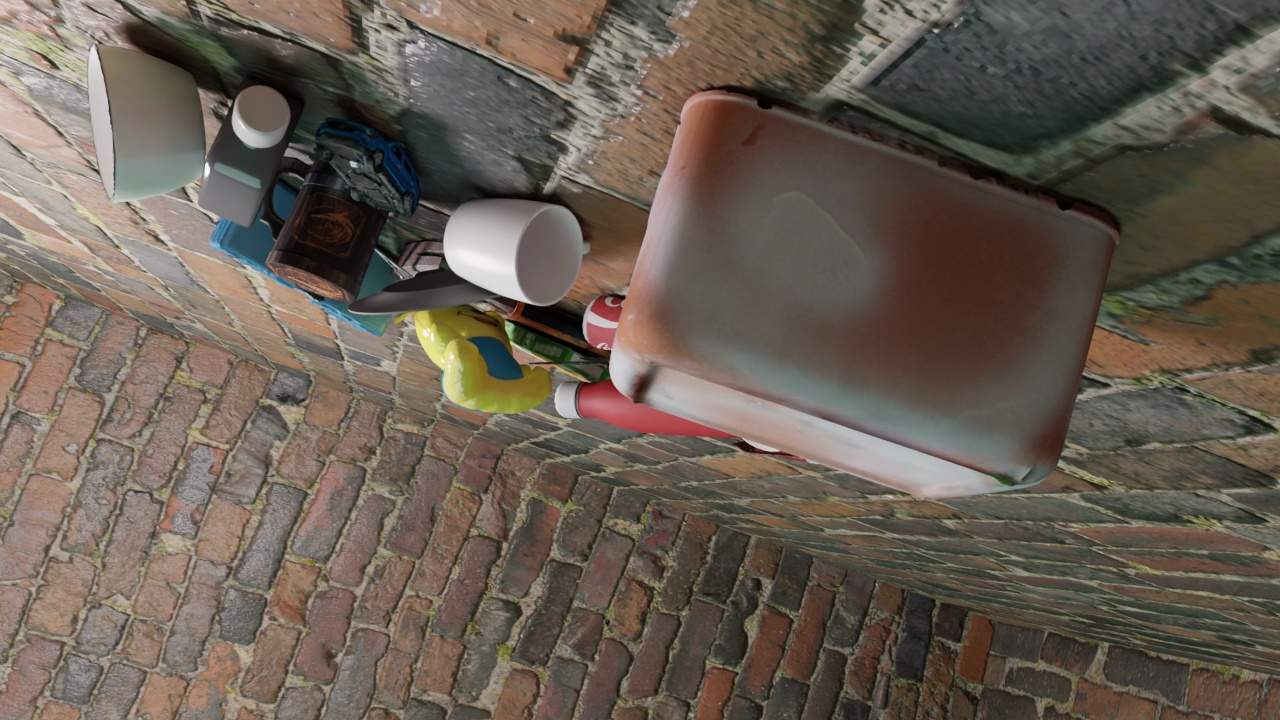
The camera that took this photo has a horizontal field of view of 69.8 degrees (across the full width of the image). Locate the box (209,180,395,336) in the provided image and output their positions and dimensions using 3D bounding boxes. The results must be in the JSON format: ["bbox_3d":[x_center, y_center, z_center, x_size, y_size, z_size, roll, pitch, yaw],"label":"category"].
[{"bbox_3d":[-0.373,-0.116,0.993,0.112,0.094,0.231,13,167,32],"label":"box"}]

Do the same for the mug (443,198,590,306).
[{"bbox_3d":[-0.096,-0.095,0.762,0.088,0.081,0.114,16,-161,34],"label":"mug"}]

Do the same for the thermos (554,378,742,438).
[{"bbox_3d":[0.012,0.046,1.029,0.240,0.073,0.073,0,160,26],"label":"thermos"}]

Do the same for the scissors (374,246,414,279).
[{"bbox_3d":[-0.278,-0.131,0.901,0.141,0.014,0.147,35,162,-2],"label":"scissors"}]

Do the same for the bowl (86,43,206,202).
[{"bbox_3d":[-0.378,-0.180,0.704,0.065,0.116,0.116,-9,-175,-35],"label":"bowl"}]

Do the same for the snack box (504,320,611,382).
[{"bbox_3d":[-0.091,0.001,1.155,0.132,0.027,0.168,29,176,-40],"label":"snack box"}]

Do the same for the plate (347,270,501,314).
[{"bbox_3d":[-0.175,-0.068,0.832,0.178,0.012,0.178,-8,-166,2],"label":"plate"}]

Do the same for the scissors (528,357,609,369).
[{"bbox_3d":[-0.006,0.005,0.954,0.225,0.016,0.229,-1,-175,-2],"label":"scissors"}]

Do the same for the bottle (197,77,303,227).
[{"bbox_3d":[-0.299,-0.165,0.705,0.046,0.083,0.174,24,165,-24],"label":"bottle"}]

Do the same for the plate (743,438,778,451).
[{"bbox_3d":[0.141,0.050,1.026,0.104,0.026,0.104,21,126,32],"label":"plate"}]

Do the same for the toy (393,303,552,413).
[{"bbox_3d":[-0.193,-0.008,1.043,0.149,0.084,0.214,27,-171,-37],"label":"toy"}]

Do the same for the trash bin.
[{"bbox_3d":[0.121,-0.023,0.559,0.260,0.157,0.182,18,167,-1],"label":"trash bin"}]

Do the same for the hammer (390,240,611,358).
[{"bbox_3d":[-0.115,-0.055,1.019,0.314,0.035,0.138,22,166,-20],"label":"hammer"}]

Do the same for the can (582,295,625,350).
[{"bbox_3d":[-0.005,-0.032,0.915,0.097,0.054,0.054,12,166,25],"label":"can"}]

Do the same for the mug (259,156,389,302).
[{"bbox_3d":[-0.286,-0.122,0.804,0.116,0.107,0.080,19,167,-5],"label":"mug"}]

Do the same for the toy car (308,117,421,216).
[{"bbox_3d":[-0.210,-0.153,0.717,0.056,0.043,0.120,16,168,10],"label":"toy car"}]

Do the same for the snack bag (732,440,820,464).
[{"bbox_3d":[0.225,0.096,1.045,0.138,0.066,0.208,-17,-173,-35],"label":"snack bag"}]
